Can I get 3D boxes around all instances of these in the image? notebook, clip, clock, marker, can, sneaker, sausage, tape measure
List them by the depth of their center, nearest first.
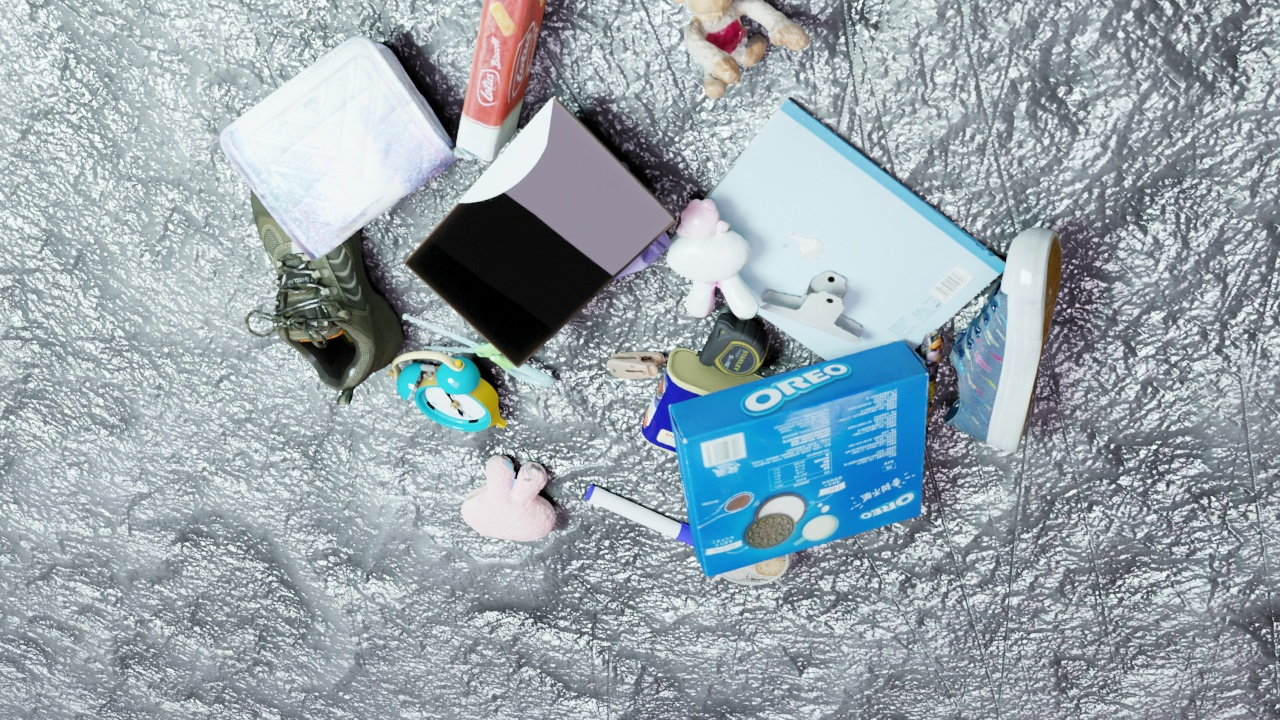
[{"bbox_3d":[-0.091,-0.103,0.796,0.141,0.008,0.210,44,116,-11],"label":"notebook"},{"bbox_3d":[0.323,-0.019,0.829,0.079,0.087,0.236,14,134,25],"label":"sneaker"},{"bbox_3d":[0.175,-0.094,0.832,0.253,0.009,0.182,33,124,-13],"label":"notebook"},{"bbox_3d":[0.167,-0.056,0.847,0.101,0.045,0.056,20,134,-5],"label":"clip"},{"bbox_3d":[-0.317,-0.060,0.859,0.101,0.142,0.238,-9,123,16],"label":"sneaker"},{"bbox_3d":[0.094,-0.014,0.888,0.061,0.034,0.062,25,137,-3],"label":"tape measure"},{"bbox_3d":[0.276,0.029,0.890,0.020,0.020,0.155,1,130,9],"label":"sausage"},{"bbox_3d":[0.067,0.052,0.927,0.116,0.056,0.092,20,127,-5],"label":"can"},{"bbox_3d":[-0.002,0.002,0.927,0.052,0.059,0.026,-34,123,-16],"label":"clip"},{"bbox_3d":[-0.200,0.033,0.958,0.099,0.043,0.130,-7,139,29],"label":"clock"},{"bbox_3d":[0.120,0.190,1.013,0.103,0.061,0.157,3,127,8],"label":"clock"},{"bbox_3d":[0.005,0.178,1.050,0.141,0.020,0.020,25,125,-8],"label":"marker"}]

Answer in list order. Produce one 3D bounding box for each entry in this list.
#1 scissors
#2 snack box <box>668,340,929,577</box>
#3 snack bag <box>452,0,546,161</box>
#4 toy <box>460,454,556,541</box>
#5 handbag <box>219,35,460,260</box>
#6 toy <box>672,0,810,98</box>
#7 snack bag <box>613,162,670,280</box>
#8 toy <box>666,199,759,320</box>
[{"bbox_3d":[-0.155,-0.007,0.916,0.172,0.023,0.172,4,163,39],"label":"scissors"},{"bbox_3d":[0.158,0.100,0.892,0.238,0.056,0.196,-15,128,-5],"label":"snack box"},{"bbox_3d":[-0.099,-0.268,0.713,0.041,0.077,0.226,19,126,-1],"label":"snack bag"},{"bbox_3d":[-0.147,0.158,1.045,0.108,0.053,0.105,14,115,0],"label":"toy"},{"bbox_3d":[-0.251,-0.179,0.777,0.158,0.069,0.126,-34,101,4],"label":"handbag"},{"bbox_3d":[0.067,-0.264,0.700,0.085,0.074,0.106,-31,96,-7],"label":"toy"},{"bbox_3d":[-0.083,-0.105,0.841,0.206,0.058,0.096,-20,122,19],"label":"snack bag"},{"bbox_3d":[0.064,-0.089,0.828,0.079,0.037,0.123,1,127,26],"label":"toy"}]
